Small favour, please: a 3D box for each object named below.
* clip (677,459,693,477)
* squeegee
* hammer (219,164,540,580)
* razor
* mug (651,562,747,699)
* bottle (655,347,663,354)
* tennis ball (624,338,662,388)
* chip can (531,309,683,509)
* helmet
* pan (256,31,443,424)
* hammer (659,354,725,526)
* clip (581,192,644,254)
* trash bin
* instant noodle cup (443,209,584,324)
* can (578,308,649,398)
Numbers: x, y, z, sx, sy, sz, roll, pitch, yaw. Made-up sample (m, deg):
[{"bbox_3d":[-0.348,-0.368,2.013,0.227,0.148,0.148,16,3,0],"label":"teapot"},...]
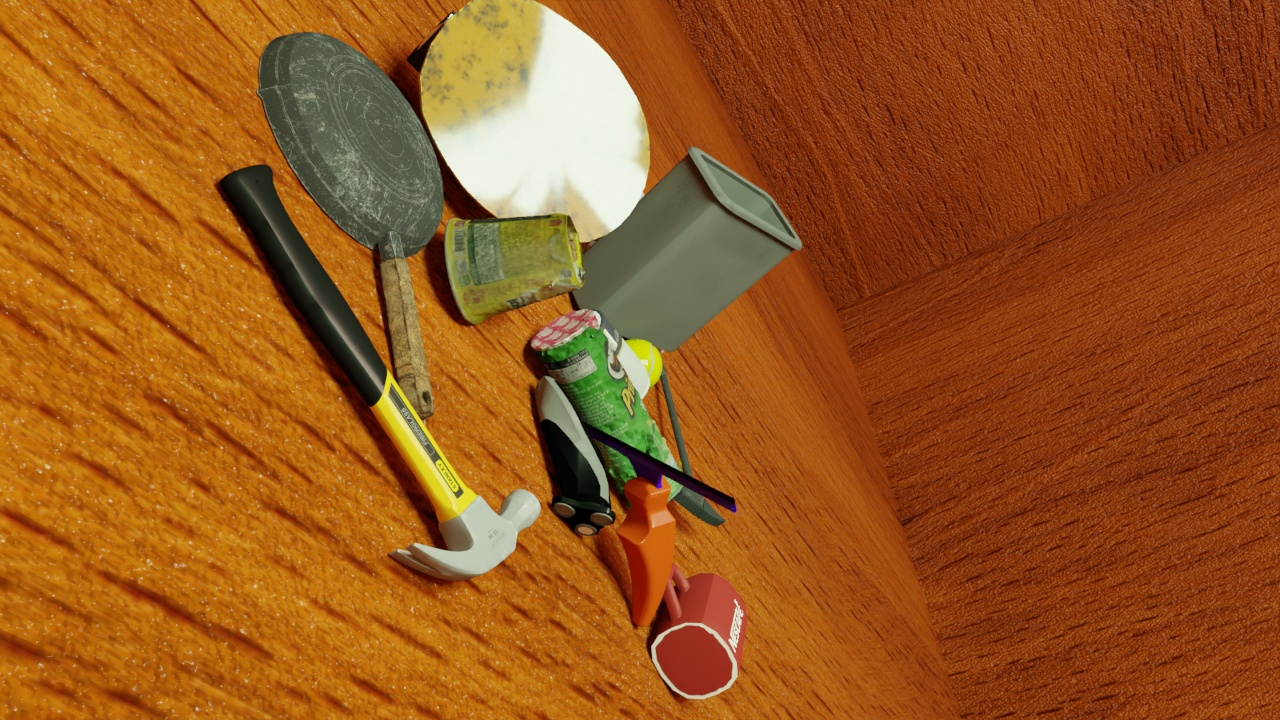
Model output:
[{"bbox_3d":[0.057,0.147,1.173,0.054,0.046,0.048,54,47,-30],"label":"clip"},{"bbox_3d":[0.006,0.168,0.875,0.055,0.250,0.185,-10,111,-37],"label":"squeegee"},{"bbox_3d":[-0.186,0.012,0.635,0.323,0.029,0.126,59,31,-11],"label":"hammer"},{"bbox_3d":[-0.066,0.086,0.869,0.060,0.057,0.156,3,61,-34],"label":"razor"},{"bbox_3d":[0.053,0.267,0.937,0.116,0.081,0.096,57,19,-8],"label":"mug"},{"bbox_3d":[0.010,-0.020,1.224,0.041,0.041,0.115,65,18,-5],"label":"bottle"},{"bbox_3d":[-0.007,0.006,1.104,0.065,0.065,0.065,54,22,-34],"label":"tennis ball"},{"bbox_3d":[-0.029,0.056,0.954,0.223,0.075,0.075,61,19,-24],"label":"chip can"},{"bbox_3d":[-0.124,-0.235,0.944,0.255,0.205,0.131,44,-17,-25],"label":"helmet"},{"bbox_3d":[-0.206,-0.115,0.744,0.207,0.040,0.356,24,44,-64],"label":"pan"},{"bbox_3d":[0.047,0.075,1.198,0.095,0.015,0.324,41,23,-37],"label":"hammer"},{"bbox_3d":[-0.024,-0.151,1.238,0.126,0.110,0.150,47,64,0],"label":"clip"},{"bbox_3d":[0.051,-0.124,1.108,0.191,0.220,0.097,17,40,-51],"label":"trash bin"},{"bbox_3d":[-0.111,-0.089,0.829,0.102,0.108,0.102,-8,89,-83],"label":"instant noodle cup"},{"bbox_3d":[-0.038,0.003,1.021,0.127,0.064,0.064,52,23,-38],"label":"can"}]
